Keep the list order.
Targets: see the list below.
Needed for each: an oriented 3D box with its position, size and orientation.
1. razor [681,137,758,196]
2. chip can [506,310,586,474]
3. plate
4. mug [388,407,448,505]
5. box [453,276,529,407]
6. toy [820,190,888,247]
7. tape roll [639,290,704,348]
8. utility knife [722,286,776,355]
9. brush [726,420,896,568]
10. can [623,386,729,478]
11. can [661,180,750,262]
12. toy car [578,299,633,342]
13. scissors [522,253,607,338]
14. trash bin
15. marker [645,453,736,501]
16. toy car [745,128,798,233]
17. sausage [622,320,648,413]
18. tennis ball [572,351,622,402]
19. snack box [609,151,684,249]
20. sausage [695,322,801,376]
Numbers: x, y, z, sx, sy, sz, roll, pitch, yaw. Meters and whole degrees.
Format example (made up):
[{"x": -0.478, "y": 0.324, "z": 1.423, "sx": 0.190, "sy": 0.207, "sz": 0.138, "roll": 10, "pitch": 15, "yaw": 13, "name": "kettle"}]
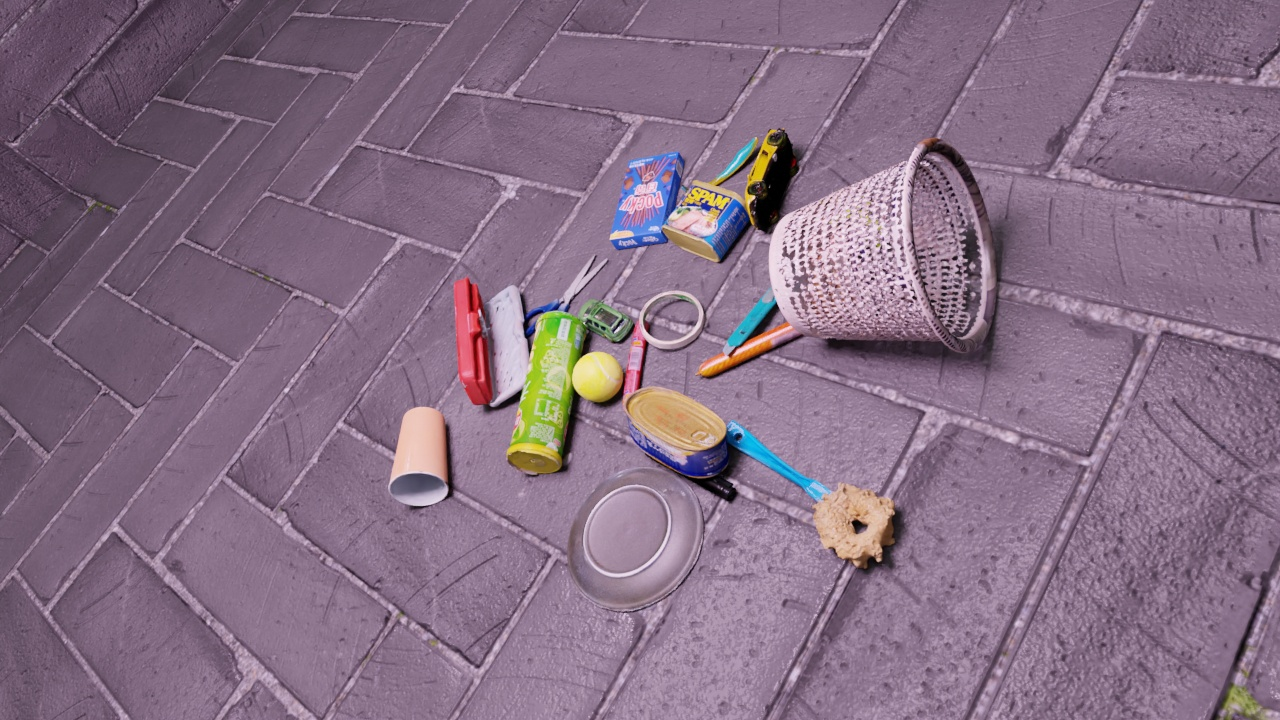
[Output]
[{"x": 0.118, "y": -0.275, "z": 1.321, "sx": 0.132, "sy": 0.028, "sz": 0.043, "roll": -36, "pitch": 17, "yaw": 7, "name": "razor"}, {"x": -0.121, "y": 0.038, "z": 1.216, "sx": 0.073, "sy": 0.072, "sz": 0.220, "roll": -8, "pitch": 56, "yaw": 26, "name": "chip can"}, {"x": -0.013, "y": 0.202, "z": 1.071, "sx": 0.180, "sy": 0.024, "sz": 0.179, "roll": -16, "pitch": 52, "yaw": 21, "name": "plate"}, {"x": -0.300, "y": 0.128, "z": 1.261, "sx": 0.078, "sy": 0.078, "sz": 0.122, "roll": -22, "pitch": 45, "yaw": 16, "name": "mug"}, {"x": -0.206, "y": -0.032, "z": 1.314, "sx": 0.099, "sy": 0.095, "sz": 0.201, "roll": -14, "pitch": 50, "yaw": 0, "name": "box"}, {"x": 0.267, "y": -0.175, "z": 1.153, "sx": 0.097, "sy": 0.031, "sz": 0.099, "roll": 19, "pitch": 50, "yaw": 12, "name": "toy"}, {"x": 0.041, "y": -0.054, "z": 1.211, "sx": 0.086, "sy": 0.014, "sz": 0.085, "roll": -7, "pitch": 56, "yaw": 11, "name": "tape roll"}, {"x": 0.153, "y": -0.066, "z": 1.151, "sx": 0.164, "sy": 0.013, "sz": 0.029, "roll": -49, "pitch": 34, "yaw": -19, "name": "utility knife"}, {"x": 0.176, "y": 0.135, "z": 1.002, "sx": 0.083, "sy": 0.046, "sz": 0.255, "roll": -50, "pitch": 45, "yaw": -4, "name": "brush"}, {"x": 0.042, "y": 0.084, "z": 1.086, "sx": 0.074, "sy": 0.049, "sz": 0.148, "roll": -33, "pitch": 40, "yaw": -29, "name": "can"}, {"x": 0.091, "y": -0.191, "z": 1.260, "sx": 0.102, "sy": 0.057, "sz": 0.083, "roll": 28, "pitch": 77, "yaw": 40, "name": "can"}, {"x": -0.051, "y": -0.058, "z": 1.267, "sx": 0.091, "sy": 0.036, "sz": 0.043, "roll": 27, "pitch": 76, "yaw": 44, "name": "toy car"}, {"x": -0.117, "y": -0.090, "z": 1.342, "sx": 0.141, "sy": 0.012, "sz": 0.170, "roll": -6, "pitch": 55, "yaw": 26, "name": "scissors"}, {"x": 0.260, "y": -0.110, "z": 1.018, "sx": 0.193, "sy": 0.227, "sz": 0.227, "roll": -9, "pitch": 54, "yaw": 41, "name": "trash bin"}, {"x": 0.057, "y": 0.129, "z": 1.081, "sx": 0.020, "sy": 0.022, "sz": 0.132, "roll": -27, "pitch": 38, "yaw": -37, "name": "marker"}, {"x": 0.173, "y": -0.244, "z": 1.238, "sx": 0.041, "sy": 0.071, "sz": 0.155, "roll": 6, "pitch": 63, "yaw": 32, "name": "toy car"}, {"x": -0.007, "y": 0.007, "z": 1.205, "sx": 0.020, "sy": 0.020, "sz": 0.155, "roll": -8, "pitch": 55, "yaw": 26, "name": "sausage"}, {"x": -0.056, "y": 0.021, "z": 1.193, "sx": 0.066, "sy": 0.065, "sz": 0.065, "roll": -15, "pitch": 52, "yaw": 21, "name": "tennis ball"}, {"x": 0.011, "y": -0.238, "z": 1.359, "sx": 0.085, "sy": 0.026, "sz": 0.156, "roll": -5, "pitch": 57, "yaw": 27, "name": "snack box"}, {"x": 0.141, "y": -0.017, "z": 1.133, "sx": 0.165, "sy": 0.021, "sz": 0.021, "roll": -25, "pitch": 50, "yaw": 13, "name": "sausage"}]
